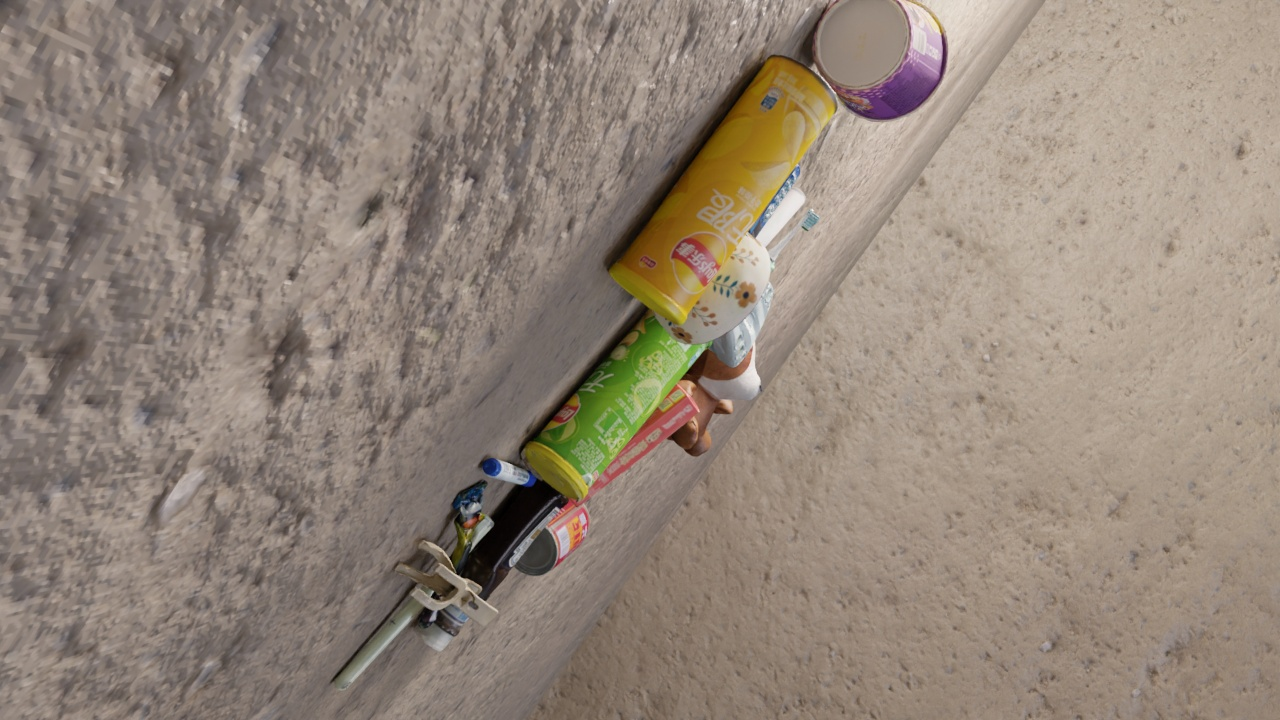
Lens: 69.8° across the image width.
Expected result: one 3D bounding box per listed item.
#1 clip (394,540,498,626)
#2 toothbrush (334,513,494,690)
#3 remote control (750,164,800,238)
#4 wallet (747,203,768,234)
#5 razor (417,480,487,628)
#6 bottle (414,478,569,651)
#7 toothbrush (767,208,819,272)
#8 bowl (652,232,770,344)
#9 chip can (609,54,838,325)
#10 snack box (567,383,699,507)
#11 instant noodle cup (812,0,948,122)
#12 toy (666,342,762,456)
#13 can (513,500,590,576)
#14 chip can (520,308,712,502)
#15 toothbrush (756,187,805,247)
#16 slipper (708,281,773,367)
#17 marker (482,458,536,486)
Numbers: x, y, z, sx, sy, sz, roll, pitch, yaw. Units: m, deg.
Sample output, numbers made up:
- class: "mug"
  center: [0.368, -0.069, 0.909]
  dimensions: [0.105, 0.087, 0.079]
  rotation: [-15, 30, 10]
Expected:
- class: "clip"
  center: [-0.162, 0.178, 0.757]
  dimensions: [0.034, 0.081, 0.104]
  rotation: [-46, 154, -5]
- class: "toothbrush"
  center: [-0.198, 0.211, 0.807]
  dimensions: [0.189, 0.020, 0.029]
  rotation: [-49, 161, -19]
- class: "remote control"
  center: [0.133, -0.165, 1.015]
  dimensions: [0.125, 0.024, 0.049]
  rotation: [-56, 169, 5]
- class: "wallet"
  center: [0.111, -0.171, 0.883]
  dimensions: [0.106, 0.040, 0.133]
  rotation: [-58, 168, -1]
- class: "razor"
  center: [-0.160, 0.171, 0.781]
  dimensions: [0.143, 0.022, 0.042]
  rotation: [-67, 163, 15]
- class: "bottle"
  center: [-0.148, 0.199, 0.912]
  dimensions: [0.194, 0.044, 0.080]
  rotation: [-51, 168, -10]
- class: "toothbrush"
  center: [0.135, -0.100, 1.126]
  dimensions: [0.225, 0.027, 0.026]
  rotation: [-49, 176, 21]
- class: "bowl"
  center: [0.049, -0.077, 0.789]
  dimensions: [0.062, 0.113, 0.113]
  rotation: [41, 83, -36]
- class: "chip can"
  center: [0.066, -0.131, 0.717]
  dimensions: [0.213, 0.072, 0.072]
  rotation: [-53, 169, -2]
- class: "snack box"
  center: [-0.020, 0.074, 0.908]
  dimensions: [0.153, 0.025, 0.075]
  rotation: [-38, -152, -4]
- class: "instant noodle cup"
  center: [0.205, -0.272, 0.806]
  dimensions: [0.099, 0.111, 0.112]
  rotation: [-13, 139, -59]
- class: "toy"
  center: [0.096, 0.028, 1.227]
  dimensions: [0.199, 0.130, 0.140]
  rotation: [-63, 164, -5]
- class: "can"
  center: [-0.101, 0.190, 1.013]
  dimensions: [0.067, 0.066, 0.093]
  rotation: [-58, 168, 21]
- class: "chip can"
  center: [-0.016, 0.029, 0.866]
  dimensions: [0.220, 0.072, 0.073]
  rotation: [-49, 168, -23]
- class: "toothbrush"
  center: [0.128, -0.130, 1.092]
  dimensions: [0.220, 0.027, 0.026]
  rotation: [-49, 143, -24]
- class: "slipper"
  center: [0.088, -0.064, 0.989]
  dimensions: [0.104, 0.074, 0.245]
  rotation: [-65, 162, -9]
- class: "marker"
  center: [-0.115, 0.100, 0.815]
  dimensions: [0.017, 0.017, 0.146]
  rotation: [-53, 169, -5]
